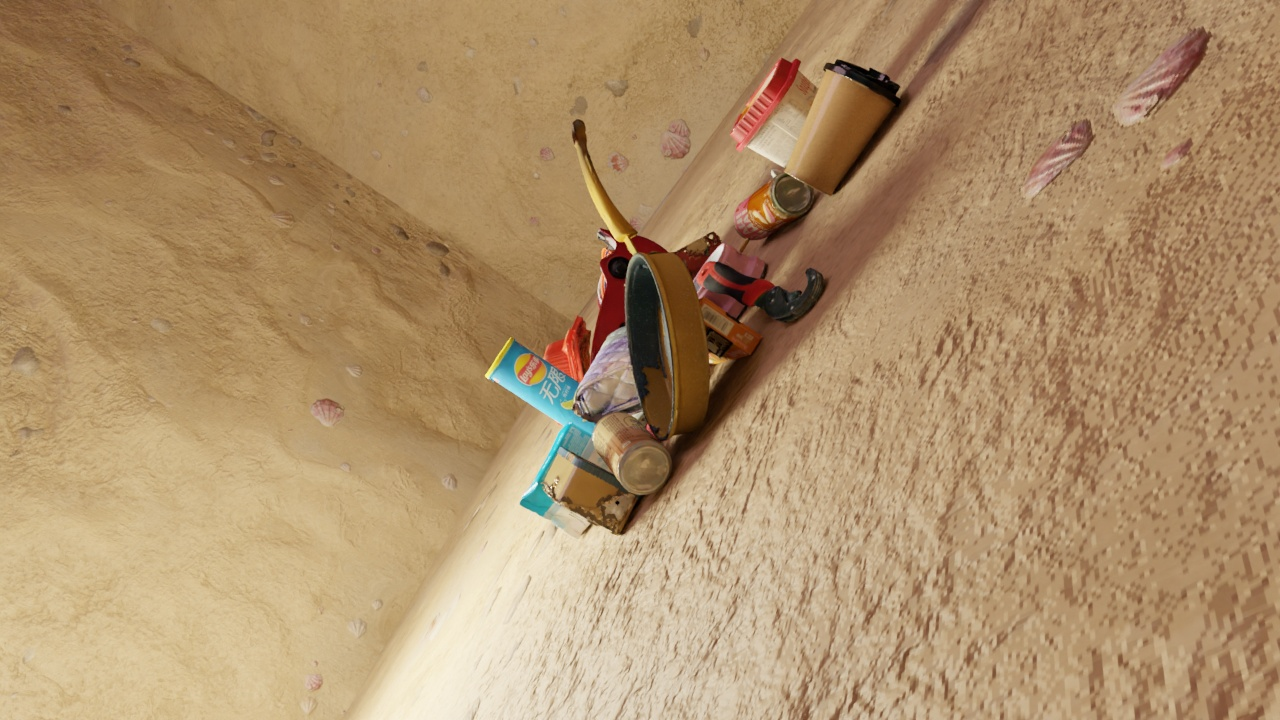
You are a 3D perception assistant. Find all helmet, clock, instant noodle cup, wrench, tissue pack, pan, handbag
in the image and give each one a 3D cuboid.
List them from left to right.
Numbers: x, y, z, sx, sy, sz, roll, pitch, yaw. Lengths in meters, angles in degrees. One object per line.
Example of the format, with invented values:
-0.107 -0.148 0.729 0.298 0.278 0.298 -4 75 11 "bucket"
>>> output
-0.088 0.153 1.186 0.063 0.090 0.139 -47 12 51 "tissue pack"
-0.109 0.031 1.504 0.164 0.079 0.189 -91 -8 -77 "instant noodle cup"
-0.007 -0.091 0.971 0.198 0.078 0.357 135 126 -74 "pan"
-0.007 0.007 1.217 0.134 0.075 0.193 -22 15 20 "handbag"
-0.006 -0.091 1.468 0.207 0.144 0.239 96 178 -50 "helmet"
0.089 -0.073 1.136 0.158 0.060 0.117 -60 8 -11 "clock"
0.115 -0.079 0.967 0.056 0.016 0.273 -62 21 0 "wrench"
0.196 -0.301 1.171 0.117 0.124 0.116 -50 9 37 "instant noodle cup"

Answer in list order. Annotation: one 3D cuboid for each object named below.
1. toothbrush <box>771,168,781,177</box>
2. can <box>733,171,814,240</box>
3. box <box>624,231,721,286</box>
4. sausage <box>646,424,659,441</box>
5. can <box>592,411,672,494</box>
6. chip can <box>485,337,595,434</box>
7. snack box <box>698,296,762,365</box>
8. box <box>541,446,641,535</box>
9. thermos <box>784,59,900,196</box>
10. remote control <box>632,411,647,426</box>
0.187 -0.240 1.215 0.018 0.016 0.191 -64 -10 14 "toothbrush"
0.166 -0.193 1.162 0.058 0.058 0.147 -58 8 -11 "can"
0.054 -0.127 1.269 0.092 0.076 0.167 -30 3 36 "box"
0.014 0.092 1.078 0.020 0.020 0.155 -54 8 17 "sausage"
-0.011 0.097 0.978 0.058 0.058 0.116 -56 22 2 "can"
-0.126 0.051 1.377 0.071 0.210 0.071 -54 8 11 "chip can"
0.073 -0.030 1.004 0.026 0.075 0.154 -57 8 -11 "snack box"
-0.060 0.146 1.054 0.059 0.090 0.184 -61 12 -4 "box"
0.222 -0.261 1.021 0.143 0.093 0.093 -63 6 17 "thermos"
0.007 0.056 1.241 0.049 0.024 0.124 -54 9 20 "remote control"
